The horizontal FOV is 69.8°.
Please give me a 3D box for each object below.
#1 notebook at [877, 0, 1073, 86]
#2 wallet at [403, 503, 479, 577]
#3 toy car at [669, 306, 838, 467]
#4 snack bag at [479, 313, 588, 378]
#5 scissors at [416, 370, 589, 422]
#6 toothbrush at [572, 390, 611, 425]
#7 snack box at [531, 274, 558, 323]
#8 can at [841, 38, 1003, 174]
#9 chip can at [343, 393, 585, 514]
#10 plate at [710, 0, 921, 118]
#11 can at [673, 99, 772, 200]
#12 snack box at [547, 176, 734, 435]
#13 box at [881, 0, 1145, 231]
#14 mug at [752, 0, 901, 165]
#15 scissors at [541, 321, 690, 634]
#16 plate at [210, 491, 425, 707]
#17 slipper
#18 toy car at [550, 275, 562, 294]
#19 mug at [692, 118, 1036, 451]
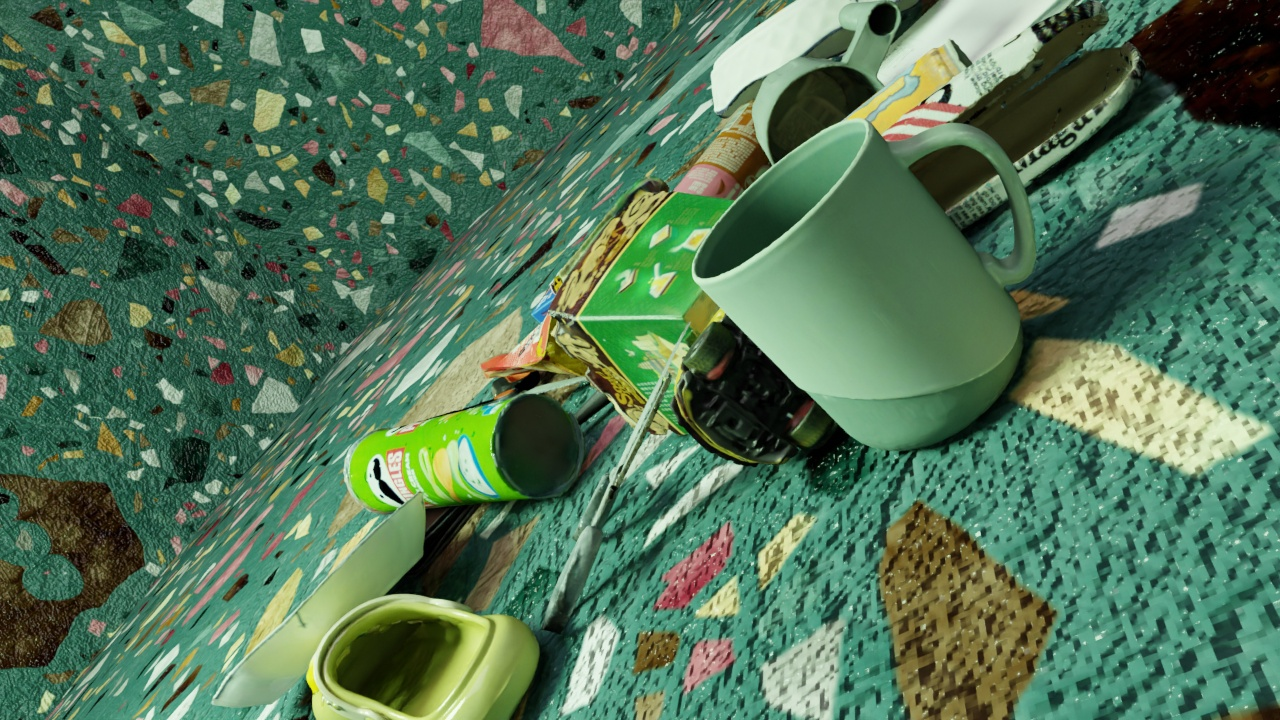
[{"bbox_3d":[0.217,-0.225,0.651,0.150,0.012,0.208,-42,17,16],"label":"notebook"},{"bbox_3d":[-0.176,0.133,0.766,0.096,0.020,0.122,-48,16,-18],"label":"wallet"},{"bbox_3d":[0.076,-0.023,0.420,0.155,0.071,0.041,-57,5,-14],"label":"toy car"},{"bbox_3d":[-0.062,-0.022,0.768,0.128,0.073,0.208,-33,8,-16],"label":"snack bag"},{"bbox_3d":[-0.126,0.041,0.789,0.224,0.022,0.220,-23,10,9],"label":"scissors"},{"bbox_3d":[-0.004,0.004,0.635,0.213,0.027,0.026,-41,-19,18],"label":"toothbrush"},{"bbox_3d":[-0.046,-0.098,0.963,0.158,0.026,0.084,-31,23,41],"label":"snack box"},{"bbox_3d":[0.131,-0.113,0.527,0.146,0.058,0.058,-37,19,29],"label":"can"},{"bbox_3d":[-0.137,0.073,0.674,0.237,0.072,0.072,-14,36,49],"label":"chip can"},{"bbox_3d":[0.147,-0.278,0.782,0.205,0.045,0.204,-29,6,3],"label":"plate"},{"bbox_3d":[0.069,-0.145,0.745,0.147,0.058,0.058,-53,18,-21],"label":"can"},{"bbox_3d":[0.036,-0.026,0.494,0.106,0.118,0.117,5,53,53],"label":"snack box"},{"bbox_3d":[0.166,-0.097,0.451,0.164,0.079,0.074,-39,-4,29],"label":"box"},{"bbox_3d":[0.128,-0.178,0.614,0.103,0.083,0.124,-89,22,-68],"label":"mug"},{"bbox_3d":[-0.014,0.061,0.448,0.172,0.014,0.159,122,170,-82],"label":"scissors"},{"bbox_3d":[-0.220,0.181,0.647,0.161,0.034,0.267,-46,2,-38],"label":"plate"},{"bbox_3d":[-0.128,0.160,0.491,0.191,0.081,0.091,-22,27,48],"label":"slipper"},{"bbox_3d":[-0.033,-0.082,0.865,0.123,0.037,0.056,-23,-1,44],"label":"toy car"},{"bbox_3d":[0.095,-0.032,0.345,0.112,0.106,0.082,-39,18,24],"label":"mug"}]
